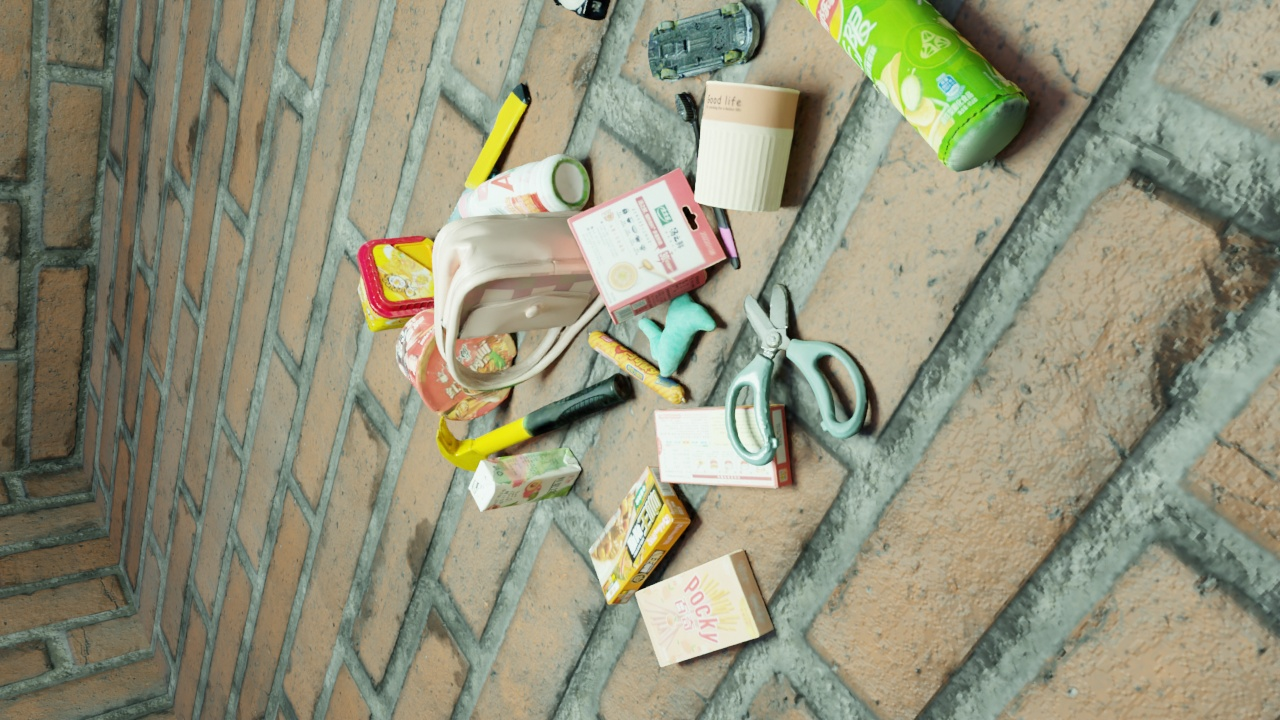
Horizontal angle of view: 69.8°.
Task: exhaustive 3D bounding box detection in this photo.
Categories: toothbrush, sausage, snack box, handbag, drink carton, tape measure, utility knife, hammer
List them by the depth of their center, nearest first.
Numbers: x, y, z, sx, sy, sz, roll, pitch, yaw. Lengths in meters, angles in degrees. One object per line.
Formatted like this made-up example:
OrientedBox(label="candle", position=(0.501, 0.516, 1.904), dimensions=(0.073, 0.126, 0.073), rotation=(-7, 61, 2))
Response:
OrientedBox(label="toothbrush", position=(0.065, -0.178, 0.900), dimensions=(0.014, 0.017, 0.189), rotation=(-24, 78, 45))
OrientedBox(label="snack box", position=(0.078, 0.084, 0.909), dimensions=(0.156, 0.027, 0.077), rotation=(-5, 91, 47))
OrientedBox(label="snack box", position=(0.007, -0.114, 0.922), dimensions=(0.127, 0.044, 0.113), rotation=(-24, 71, 1))
OrientedBox(label="snack box", position=(0.062, 0.258, 0.949), dimensions=(0.158, 0.026, 0.084), rotation=(-36, 69, 44))
OrientedBox(label="sausage", position=(-0.006, 0.006, 0.995), dimensions=(0.165, 0.021, 0.021), rotation=(34, 118, 39))
OrientedBox(label="tape measure", position=(-0.061, -0.410, 0.996), dimensions=(0.066, 0.033, 0.066), rotation=(38, 121, 36))
OrientedBox(label="snack box", position=(-0.004, 0.192, 1.000), dimensions=(0.154, 0.026, 0.075), rotation=(-58, 41, 33))
OrientedBox(label="handbag", position=(-0.141, -0.052, 1.024), dimensions=(0.093, 0.193, 0.235), rotation=(60, 141, 32))
OrientedBox(label="drink carton", position=(-0.136, 0.137, 1.078), dimensions=(0.045, 0.122, 0.054), rotation=(54, 132, 31))
OrientedBox(label="hammer", position=(-0.130, 0.077, 1.095), dimensions=(0.302, 0.128, 0.032), rotation=(-24, 46, 37))
OrientedBox(label="utility knife", position=(-0.194, -0.251, 1.152), dimensions=(0.033, 0.015, 0.217), rotation=(51, 120, 30))

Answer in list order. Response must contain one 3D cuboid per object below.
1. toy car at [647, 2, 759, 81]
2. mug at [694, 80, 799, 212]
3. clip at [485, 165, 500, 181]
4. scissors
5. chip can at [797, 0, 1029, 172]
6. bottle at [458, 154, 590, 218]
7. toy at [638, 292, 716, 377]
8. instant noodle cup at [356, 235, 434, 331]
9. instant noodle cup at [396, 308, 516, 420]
OrientedBox(label="toy car", position=(0.060, -0.303, 0.877), dimensions=(0.121, 0.036, 0.054), rotation=(-2, 92, 37))
OrientedBox(label="mug", position=(0.089, -0.195, 0.834), dimensions=(0.114, 0.081, 0.106), rotation=(-133, 47, -67))
OrientedBox(label="clip", position=(-0.186, -0.230, 1.166), dimensions=(0.057, 0.014, 0.047), rotation=(50, 126, 30))
OrientedBox(label="scissors", position=(0.143, 0.009, 0.824), dimensions=(0.171, 0.019, 0.177), rotation=(0, 79, 34))
OrientedBox(label="chip can", position=(0.202, -0.241, 0.703), dimensions=(0.073, 0.072, 0.221), rotation=(-52, 59, 37))
OrientedBox(label="bottle", position=(-0.145, -0.194, 1.084), dimensions=(0.197, 0.068, 0.068), rotation=(-2, 93, 47))
OrientedBox(label="toy", position=(0.033, -0.029, 0.944), dimensions=(0.096, 0.030, 0.092), rotation=(50, 126, 39))
OrientedBox(label="instant noodle cup", position=(-0.340, -0.100, 1.286), dimensions=(0.124, 0.115, 0.116), rotation=(-37, 68, 55))
OrientedBox(label="instant noodle cup", position=(-0.244, -0.004, 1.176), dimensions=(0.109, 0.137, 0.138), rotation=(24, 112, 50))
